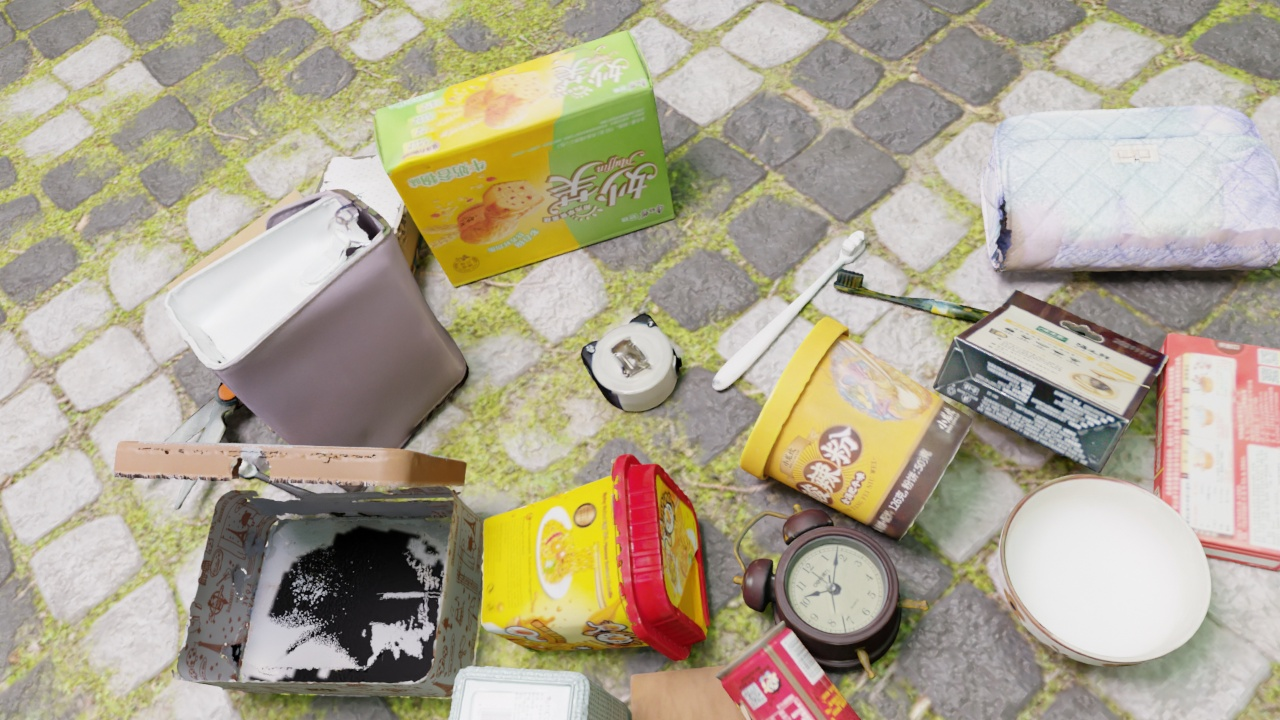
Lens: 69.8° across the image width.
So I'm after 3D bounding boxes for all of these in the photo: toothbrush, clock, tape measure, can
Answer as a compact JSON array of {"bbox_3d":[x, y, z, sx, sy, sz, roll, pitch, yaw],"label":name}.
[{"bbox_3d":[0.118,-0.040,0.718,0.016,0.016,0.180,37,72,29],"label":"toothbrush"},{"bbox_3d":[0.115,0.143,0.587,0.122,0.055,0.082,36,72,28],"label":"clock"},{"bbox_3d":[0.238,-0.041,0.695,0.186,0.017,0.012,16,27,19],"label":"toothbrush"},{"bbox_3d":[-0.248,0.106,0.703,0.181,0.018,0.015,18,61,18],"label":"toothbrush"},{"bbox_3d":[-0.004,0.004,0.705,0.065,0.033,0.066,-33,59,-7],"label":"tape measure"},{"bbox_3d":[0.104,0.221,0.529,0.053,0.053,0.132,-35,74,-11],"label":"can"}]

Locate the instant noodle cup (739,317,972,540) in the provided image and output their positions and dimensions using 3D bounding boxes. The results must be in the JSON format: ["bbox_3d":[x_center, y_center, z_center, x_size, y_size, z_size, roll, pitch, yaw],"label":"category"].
[{"bbox_3d":[0.144,0.050,0.607,0.114,0.119,0.118,31,69,16],"label":"instant noodle cup"}]

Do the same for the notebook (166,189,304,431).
[{"bbox_3d":[-0.314,-0.052,0.811,0.149,0.012,0.211,-41,61,-13],"label":"notebook"}]

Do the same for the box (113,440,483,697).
[{"bbox_3d":[-0.206,0.121,0.574,0.183,0.193,0.156,-2,66,8],"label":"box"}]

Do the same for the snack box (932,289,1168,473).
[{"bbox_3d":[0.276,0.009,0.616,0.113,0.053,0.125,31,30,27],"label":"snack box"}]

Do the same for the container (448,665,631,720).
[{"bbox_3d":[-0.060,0.231,0.536,0.090,0.111,0.090,0,59,10],"label":"container"}]

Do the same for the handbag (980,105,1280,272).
[{"bbox_3d":[0.360,-0.127,0.689,0.194,0.076,0.134,-1,60,11],"label":"handbag"}]

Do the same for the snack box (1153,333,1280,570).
[{"bbox_3d":[0.383,0.056,0.605,0.075,0.025,0.152,9,62,17],"label":"snack box"}]

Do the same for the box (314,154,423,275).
[{"bbox_3d":[-0.235,-0.113,0.782,0.090,0.060,0.183,-2,43,3],"label":"box"}]

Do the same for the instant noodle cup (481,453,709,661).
[{"bbox_3d":[-0.031,0.135,0.594,0.124,0.116,0.115,-14,57,15],"label":"instant noodle cup"}]

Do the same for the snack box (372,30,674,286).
[{"bbox_3d":[-0.086,-0.157,0.742,0.210,0.158,0.070,-17,60,0],"label":"snack box"}]

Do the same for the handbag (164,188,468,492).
[{"bbox_3d":[-0.217,-0.012,0.659,0.144,0.197,0.098,-38,61,-13],"label":"handbag"}]

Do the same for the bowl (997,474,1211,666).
[{"bbox_3d":[0.274,0.132,0.559,0.113,0.062,0.113,-5,60,8],"label":"bowl"}]

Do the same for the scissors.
[{"bbox_3d":[-0.325,0.008,0.759,0.221,0.022,0.210,-28,57,-5],"label":"scissors"}]

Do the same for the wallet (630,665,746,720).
[{"bbox_3d":[0.046,0.246,0.561,0.101,0.020,0.115,-7,57,6],"label":"wallet"}]
